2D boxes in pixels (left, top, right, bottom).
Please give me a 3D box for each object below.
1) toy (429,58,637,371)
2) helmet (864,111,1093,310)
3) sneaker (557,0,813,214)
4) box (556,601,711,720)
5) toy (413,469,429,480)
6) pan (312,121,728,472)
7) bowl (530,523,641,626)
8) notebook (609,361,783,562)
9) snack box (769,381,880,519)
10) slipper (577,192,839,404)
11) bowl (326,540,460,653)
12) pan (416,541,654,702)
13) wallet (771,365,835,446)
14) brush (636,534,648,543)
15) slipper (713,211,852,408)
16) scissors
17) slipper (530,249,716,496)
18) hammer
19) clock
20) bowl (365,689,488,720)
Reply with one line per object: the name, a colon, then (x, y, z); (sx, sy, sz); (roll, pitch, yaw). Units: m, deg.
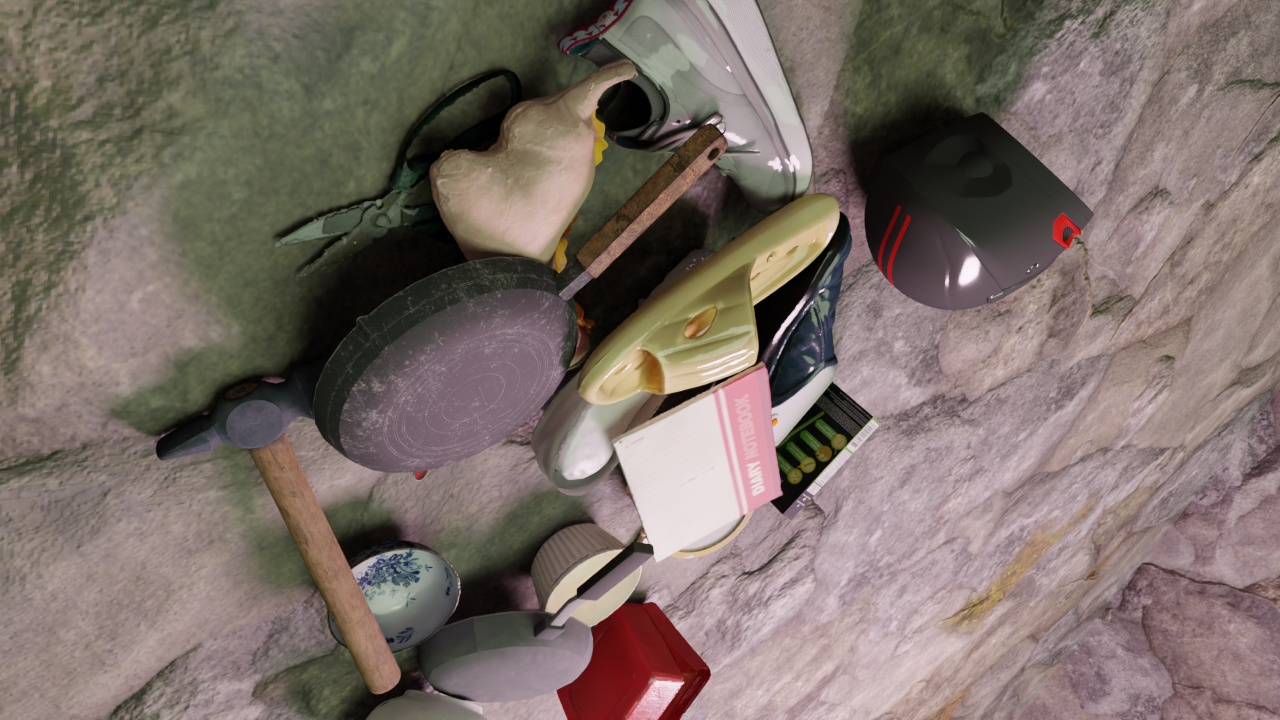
toy: (-0.060, -0.080, 0.680); (0.196, 0.065, 0.264); (-31, 147, -4)
helmet: (0.306, -0.131, 0.875); (0.170, 0.164, 0.264); (-47, 152, 22)
sneaker: (0.043, -0.180, 0.681); (0.129, 0.096, 0.263); (-33, 142, 5)
box: (-0.019, 0.381, 1.083); (0.112, 0.134, 0.158); (8, 118, -45)
toy: (-0.176, 0.042, 0.733); (0.049, 0.030, 0.112); (19, 111, -16)
pan: (-0.069, -0.036, 0.641); (0.357, 0.040, 0.207); (-40, 153, 8)
bowl: (-0.063, 0.220, 0.955); (0.115, 0.062, 0.115); (-22, 136, -24)
notebook: (0.061, 0.102, 0.861); (0.153, 0.012, 0.209); (-27, 139, -9)
snack box: (0.191, 0.099, 1.045); (0.147, 0.080, 0.025); (-49, 140, 6)
slipper: (0.070, -0.032, 0.721); (0.261, 0.079, 0.111); (-38, 165, -13)
bowl: (-0.223, 0.201, 0.812); (0.114, 0.045, 0.114); (-12, 120, -23)
pan: (-0.089, 0.258, 0.872); (0.178, 0.041, 0.358); (14, 138, -29)
wallet: (0.147, 0.028, 0.981); (0.118, 0.037, 0.115); (-49, 140, 2)
brush: (0.010, 0.205, 1.042); (0.151, 0.012, 0.039); (-35, 140, -9)
slipper: (0.147, -0.021, 0.868); (0.083, 0.108, 0.266); (17, 123, -10)
scissors: (-0.152, -0.126, 0.617); (0.209, 0.015, 0.142); (-21, 138, -27)
slipper: (-0.005, 0.005, 0.805); (0.247, 0.074, 0.112); (-51, 149, 1)
hammer: (-0.251, 0.153, 0.720); (0.129, 0.040, 0.322); (-23, 125, -18)
clock: (0.065, 0.128, 0.965); (0.158, 0.081, 0.117); (-24, 128, -10)
bowl: (-0.211, 0.382, 0.935); (0.153, 0.154, 0.072); (48, 46, -50)
